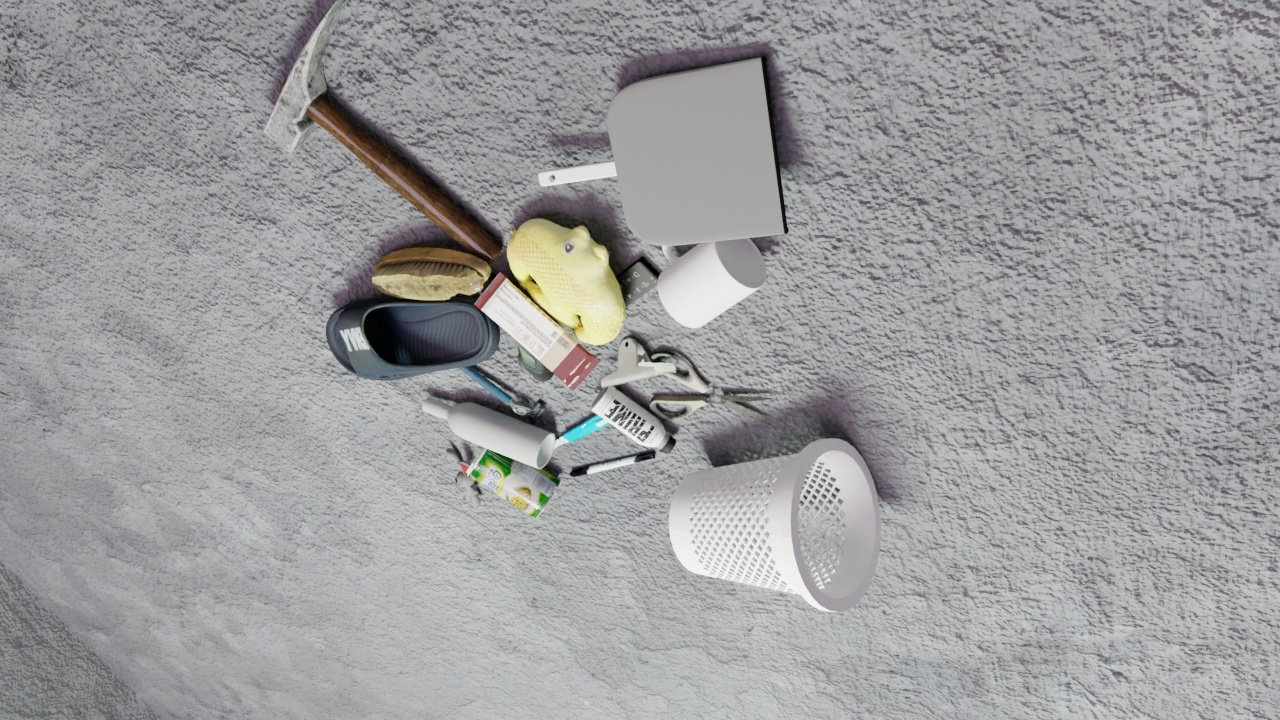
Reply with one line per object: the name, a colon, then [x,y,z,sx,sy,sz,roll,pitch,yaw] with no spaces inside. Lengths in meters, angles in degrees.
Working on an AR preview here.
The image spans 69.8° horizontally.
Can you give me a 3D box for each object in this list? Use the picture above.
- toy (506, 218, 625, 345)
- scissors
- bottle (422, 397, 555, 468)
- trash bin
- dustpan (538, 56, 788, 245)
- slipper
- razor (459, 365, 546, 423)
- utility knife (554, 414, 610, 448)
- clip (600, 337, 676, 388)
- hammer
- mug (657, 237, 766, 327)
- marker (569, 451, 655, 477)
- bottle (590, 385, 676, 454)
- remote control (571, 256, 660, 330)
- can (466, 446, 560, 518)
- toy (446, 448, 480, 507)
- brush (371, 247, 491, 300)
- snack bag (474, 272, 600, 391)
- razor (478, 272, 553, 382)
toy: [-0.083,-0.094,1.039,0.170,0.064,0.155,44,144,3]
scissors: [0.074,0.042,1.122,0.157,0.012,0.166,43,133,-15]
bottle: [-0.216,0.092,1.272,0.195,0.052,0.053,19,134,18]
trash bin: [0.153,0.197,1.113,0.200,0.194,0.195,-8,125,42]
dustpan: [0.011,-0.194,0.908,0.258,0.033,0.163,-4,110,21]
slipper: [-0.308,-0.025,1.172,0.269,0.083,0.111,-3,98,25]
razor: [-0.197,0.038,1.242,0.144,0.022,0.042,34,133,-5]
utility knife: [-0.092,0.100,1.249,0.179,0.015,0.022,-27,113,38]
clip: [-0.006,0.007,1.112,0.058,0.051,0.102,37,149,-32]
hammer: [-0.260,-0.234,1.025,0.300,0.036,0.218,40,134,-12]
mug: [0.066,-0.103,0.967,0.091,0.073,0.110,-34,83,41]
marker: [-0.041,0.144,1.267,0.152,0.011,0.011,-18,119,35]
bottle: [-0.006,0.079,1.172,0.116,0.041,0.041,36,134,-7]
remote control: [-0.035,-0.071,1.074,0.034,0.013,0.150,44,133,-14]
can: [-0.183,0.167,1.315,0.121,0.067,0.068,34,135,-6]
toy: [-0.265,0.179,1.390,0.049,0.030,0.112,34,146,37]
brush: [-0.258,-0.104,1.114,0.196,0.043,0.059,4,148,36]
snack bag: [-0.123,-0.033,1.091,0.158,0.013,0.057,41,113,-4]
razor: [-0.153,-0.040,1.131,0.067,0.053,0.151,-31,106,31]
